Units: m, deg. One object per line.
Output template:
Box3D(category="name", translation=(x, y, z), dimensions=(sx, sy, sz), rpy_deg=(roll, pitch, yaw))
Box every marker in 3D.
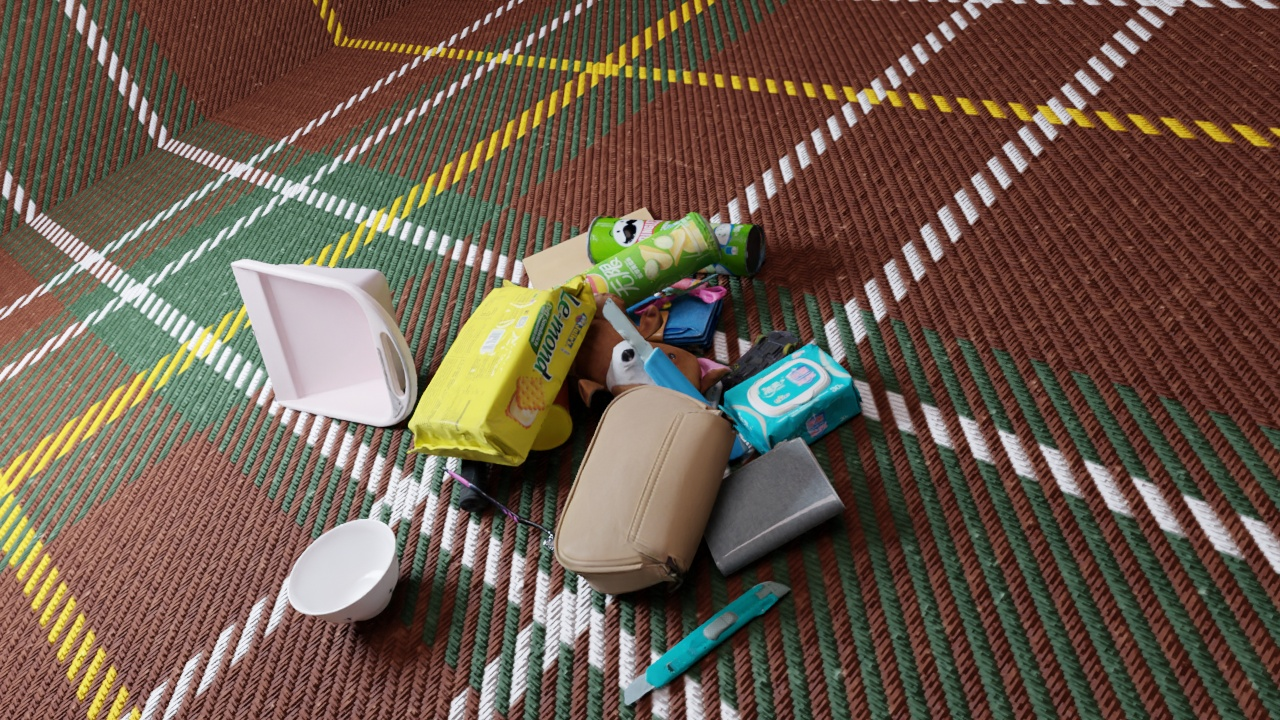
Box3D(category="marker", translation=(0.077, 0.062, 1.016), dimensions=(0.022, 0.018, 0.130), rpy_deg=(15, 45, 4))

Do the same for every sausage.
Box3D(category="sausage", translation=(0.029, -0.106, 1.228), dimensions=(0.156, 0.020, 0.020), rpy_deg=(10, 46, 24))

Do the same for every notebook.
Box3D(category="notebook", translation=(-0.067, -0.156, 1.358), dimensions=(0.207, 0.008, 0.147), rpy_deg=(-23, 37, -2))

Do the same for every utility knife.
Box3D(category="utility knife", translation=(0.032, 0.020, 0.967), dimensions=(0.034, 0.218, 0.018), rpy_deg=(-40, -3, -1))
Box3D(category="utility knife", translation=(0.057, 0.244, 0.804), dimensions=(0.175, 0.013, 0.029), rpy_deg=(-33, 37, -15))

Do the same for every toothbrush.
Box3D(category="toothbrush", translation=(-0.146, 0.159, 0.973), dimensions=(0.189, 0.014, 0.017), rpy_deg=(26, 65, 27))

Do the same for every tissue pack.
Box3D(category="tissue pack", translation=(0.157, 0.045, 0.969), dimensions=(0.133, 0.050, 0.093), rpy_deg=(-31, 39, -12))

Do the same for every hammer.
Box3D(category="hammer", translation=(-0.202, 0.056, 1.116), dimensions=(0.129, 0.033, 0.300), rpy_deg=(-39, 37, 26))

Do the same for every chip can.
Box3D(category="chip can", translation=(-0.006, -0.107, 1.143), dimensions=(0.221, 0.072, 0.072), rpy_deg=(-28, 37, 0))
Box3D(category="chip can", translation=(0.046, -0.155, 1.236), dimensions=(0.236, 0.072, 0.072), rpy_deg=(7, 45, 25))
Box3D(category="chip can", translation=(-0.123, 0.015, 1.126), dimensions=(0.073, 0.073, 0.216), rpy_deg=(-17, 36, 5))

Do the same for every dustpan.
Box3D(category="dustpan", translation=(-0.406, -0.015, 1.178), dimensions=(0.273, 0.223, 0.138), rpy_deg=(-6, 27, 7))

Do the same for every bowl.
Box3D(category="bowl", translation=(-0.294, 0.230, 0.948), dimensions=(0.118, 0.065, 0.118), rpy_deg=(-13, 37, 10))

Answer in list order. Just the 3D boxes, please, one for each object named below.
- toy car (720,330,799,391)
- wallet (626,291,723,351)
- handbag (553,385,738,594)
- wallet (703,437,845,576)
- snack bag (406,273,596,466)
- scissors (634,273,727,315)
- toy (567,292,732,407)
Box3D(category="toy car", translation=(0.139, 0.004, 1.043), dimensions=(0.049, 0.031, 0.106), rpy_deg=(21, 55, 41))
Box3D(category="wallet", translation=(0.031, -0.049, 1.159), dimensions=(0.133, 0.040, 0.106), rpy_deg=(-4, 36, 23))
Box3D(category="handbag", translation=(0.010, 0.127, 0.887), dimensions=(0.148, 0.100, 0.204), rpy_deg=(2, 59, 40))
Box3D(category="wallet", translation=(0.119, 0.138, 0.882), dimensions=(0.130, 0.037, 0.106), rpy_deg=(-31, 36, 6))
Box3D(category="snack bag", translation=(-0.156, 0.006, 1.032), dimensions=(0.158, 0.068, 0.245), rpy_deg=(1, 57, 41))
Box3D(category="scissors", translation=(0.054, -0.084, 1.154), dimensions=(0.133, 0.017, 0.134), rpy_deg=(-29, 23, -31))
Box3D(category="toy", translation=(-0.006, 0.006, 1.039), dimensions=(0.199, 0.130, 0.140), rpy_deg=(38, 86, 32))
